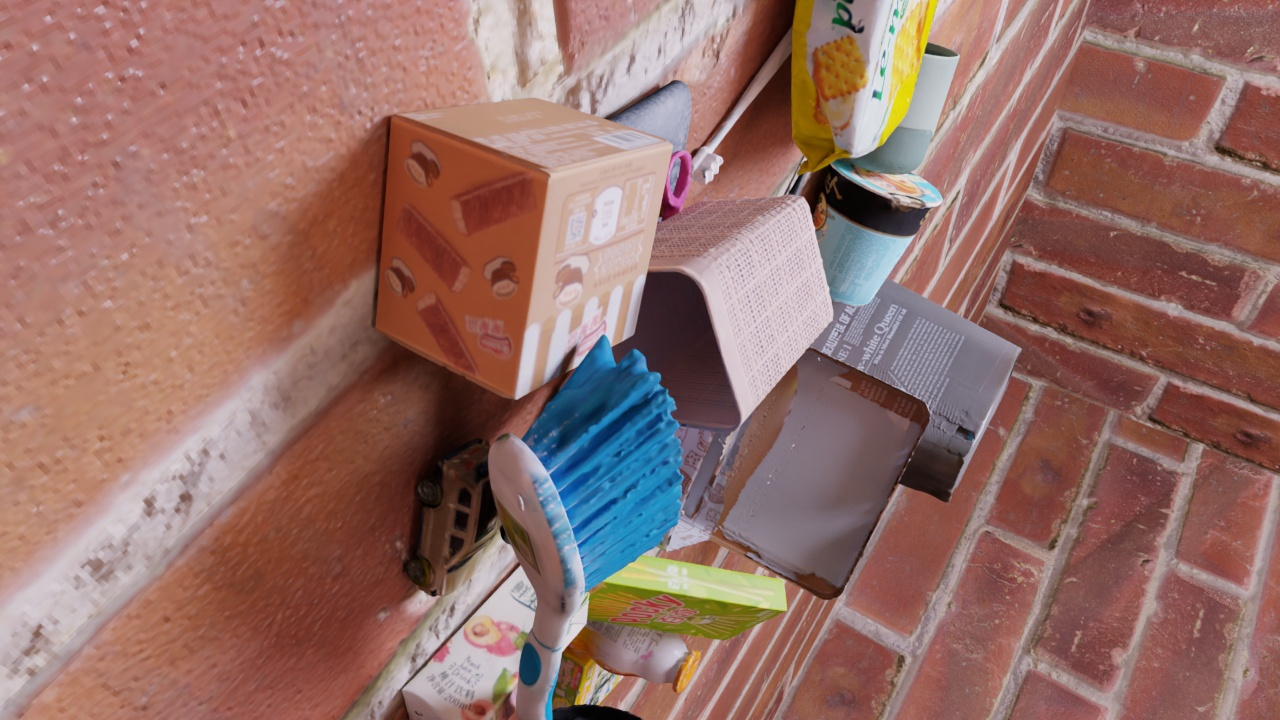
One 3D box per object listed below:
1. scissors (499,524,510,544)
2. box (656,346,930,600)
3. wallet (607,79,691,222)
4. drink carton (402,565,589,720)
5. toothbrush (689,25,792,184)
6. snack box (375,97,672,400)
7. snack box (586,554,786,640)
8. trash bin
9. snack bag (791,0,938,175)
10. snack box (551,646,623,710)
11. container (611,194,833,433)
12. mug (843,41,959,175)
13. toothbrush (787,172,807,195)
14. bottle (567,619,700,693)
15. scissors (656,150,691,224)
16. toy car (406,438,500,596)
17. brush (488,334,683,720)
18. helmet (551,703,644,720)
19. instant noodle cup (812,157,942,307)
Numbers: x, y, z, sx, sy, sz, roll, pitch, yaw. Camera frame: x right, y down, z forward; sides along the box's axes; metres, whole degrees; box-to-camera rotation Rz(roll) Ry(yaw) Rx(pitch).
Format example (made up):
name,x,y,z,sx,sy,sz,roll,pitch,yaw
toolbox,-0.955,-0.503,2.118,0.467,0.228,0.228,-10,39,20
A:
name,x,y,z,sx,sy,sz,roll,pitch,yaw
scissors,-0.043,0.035,0.548,0.162,0.019,0.178,115,-1,-46
box,0.086,0.067,0.674,0.180,0.217,0.157,-64,170,2
wallet,-0.009,-0.088,0.521,0.097,0.019,0.121,-42,150,-40
drink carton,-0.088,0.186,0.580,0.122,0.053,0.046,-44,152,-41
toothbrush,0.080,-0.182,0.620,0.179,0.016,0.016,-56,159,-24
snack box,-0.049,-0.052,0.386,0.092,0.077,0.094,-32,140,-54
snack box,0.017,0.170,0.659,0.086,0.156,0.026,-44,-143,47
trash bin,0.258,0.024,0.970,0.198,0.220,0.199,-59,157,-11
snack bag,0.159,-0.261,0.629,0.157,0.068,0.247,-36,139,-53
snack box,-0.029,0.254,0.812,0.140,0.034,0.087,-35,143,-54
container,0.038,-0.032,0.488,0.110,0.090,0.090,-40,121,-38
mug,0.222,-0.232,0.819,0.111,0.082,0.106,-90,-171,-59
toothbrush,0.120,-0.120,0.783,0.185,0.012,0.017,-63,169,-6
bottle,-0.008,0.216,0.717,0.063,0.108,0.063,-47,151,-37
scissors,0.013,-0.068,0.555,0.072,0.017,0.137,-55,162,-16
toy car,-0.096,0.087,0.484,0.042,0.035,0.091,-28,140,-55
brush,-0.035,0.115,0.469,0.109,0.060,0.315,-38,151,-22
helmet,-0.084,0.386,0.526,0.314,0.248,0.241,-28,120,-44
instant noodle cup,0.204,-0.119,0.863,0.111,0.111,0.121,-32,148,-54
